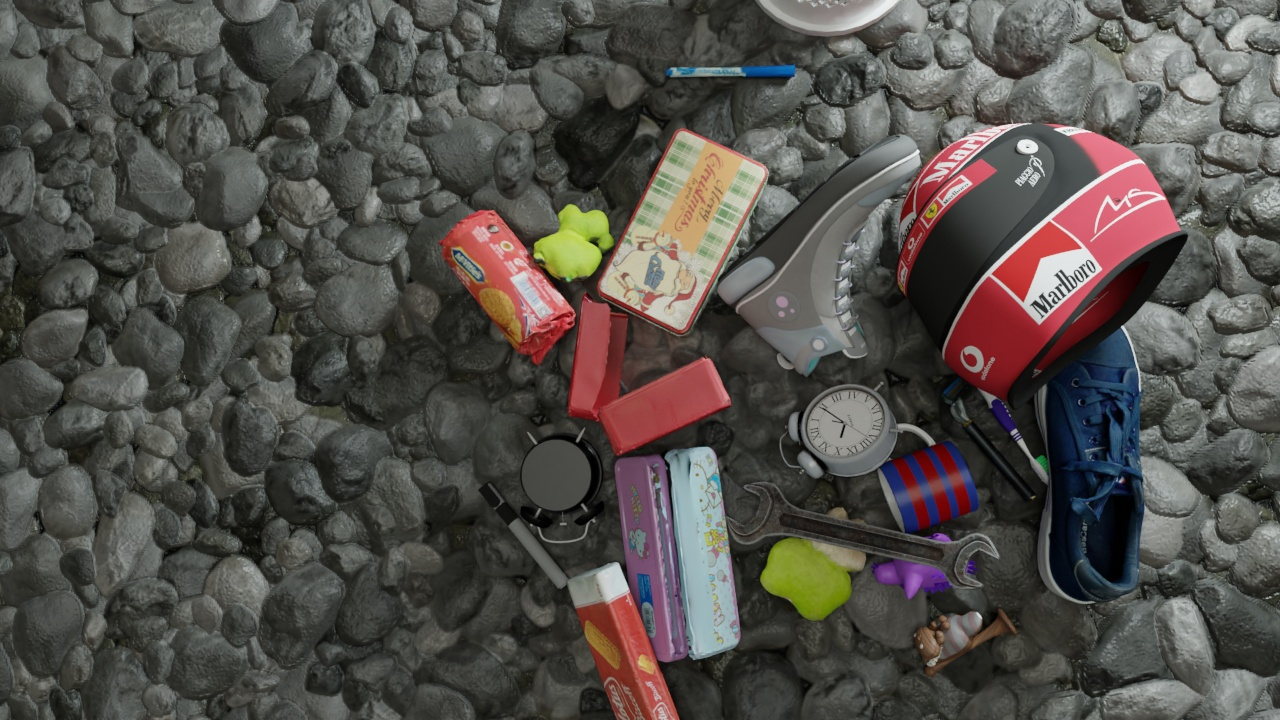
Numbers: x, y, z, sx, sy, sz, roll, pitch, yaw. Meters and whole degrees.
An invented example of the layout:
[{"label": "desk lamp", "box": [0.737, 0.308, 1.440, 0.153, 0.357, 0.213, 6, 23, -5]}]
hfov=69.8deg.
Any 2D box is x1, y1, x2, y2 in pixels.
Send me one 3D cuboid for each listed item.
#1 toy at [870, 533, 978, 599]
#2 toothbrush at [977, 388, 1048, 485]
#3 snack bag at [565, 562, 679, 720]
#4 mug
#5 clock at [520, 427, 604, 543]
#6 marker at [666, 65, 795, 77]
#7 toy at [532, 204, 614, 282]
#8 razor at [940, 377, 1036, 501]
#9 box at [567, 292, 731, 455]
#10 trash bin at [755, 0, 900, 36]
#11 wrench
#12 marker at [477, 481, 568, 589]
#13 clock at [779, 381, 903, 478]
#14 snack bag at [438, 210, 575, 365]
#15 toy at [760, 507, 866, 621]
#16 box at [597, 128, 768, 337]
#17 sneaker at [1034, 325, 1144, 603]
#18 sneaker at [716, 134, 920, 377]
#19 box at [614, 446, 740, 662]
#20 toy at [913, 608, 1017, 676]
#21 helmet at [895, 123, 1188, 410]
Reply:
[{"label": "toy", "box": [0.289, 0.205, 0.919, 0.088, 0.106, 0.055, -9, 49, -15]}, {"label": "toothbrush", "box": [0.373, 0.051, 0.955, 0.016, 0.015, 0.186, -34, 82, -2]}, {"label": "snack bag", "box": [-0.011, 0.323, 0.950, 0.041, 0.078, 0.225, -14, 80, -36]}, {"label": "mug", "box": [0.285, 0.113, 0.938, 0.076, 0.075, 0.111, -20, 59, 5]}, {"label": "clock", "box": [-0.085, 0.135, 0.987, 0.091, 0.042, 0.120, -4, 85, 6]}, {"label": "marker", "box": [0.099, -0.319, 1.014, 0.142, 0.013, 0.013, 2, 86, 7]}, {"label": "toy", "box": [-0.072, -0.125, 0.997, 0.094, 0.036, 0.093, 6, 68, -22]}, {"label": "razor", "box": [0.360, 0.087, 0.952, 0.042, 0.022, 0.144, -33, 86, -37]}, {"label": "box", "box": [0.015, 0.027, 0.929, 0.165, 0.157, 0.152, 12, 90, 5]}, {"label": "trash bin", "box": [0.198, -0.461, 0.918, 0.195, 0.199, 0.195, 0, 86, 6]}, {"label": "wrench", "box": [0.210, 0.173, 0.908, 0.274, 0.010, 0.070, 8, 75, 33]}, {"label": "marker", "box": [-0.127, 0.191, 1.002, 0.016, 0.016, 0.140, -41, 83, 2]}, {"label": "clock", "box": [0.202, 0.074, 0.941, 0.123, 0.035, 0.094, -22, 50, 13]}, {"label": "snack bag", "box": [-0.141, -0.084, 0.996, 0.082, 0.082, 0.176, -39, 83, 2]}, {"label": "toy", "box": [0.186, 0.206, 0.952, 0.092, 0.043, 0.117, 35, 86, 14]}, {"label": "box", "box": [0.045, -0.136, 0.990, 0.117, 0.050, 0.205, 28, 89, 7]}, {"label": "sneaker", "box": [0.443, 0.085, 0.880, 0.120, 0.127, 0.294, 6, 79, -2]}, {"label": "sneaker", "box": [0.201, -0.090, 0.901, 0.160, 0.092, 0.258, 51, 132, 0]}, {"label": "box", "box": [0.044, 0.200, 0.969, 0.092, 0.090, 0.214, -4, 84, -32]}, {"label": "toy", "box": [0.322, 0.280, 0.932, 0.102, 0.041, 0.055, -38, 105, 11]}, {"label": "helmet", "box": [0.353, -0.110, 0.866, 0.270, 0.198, 0.224, -32, 60, -19]}]
